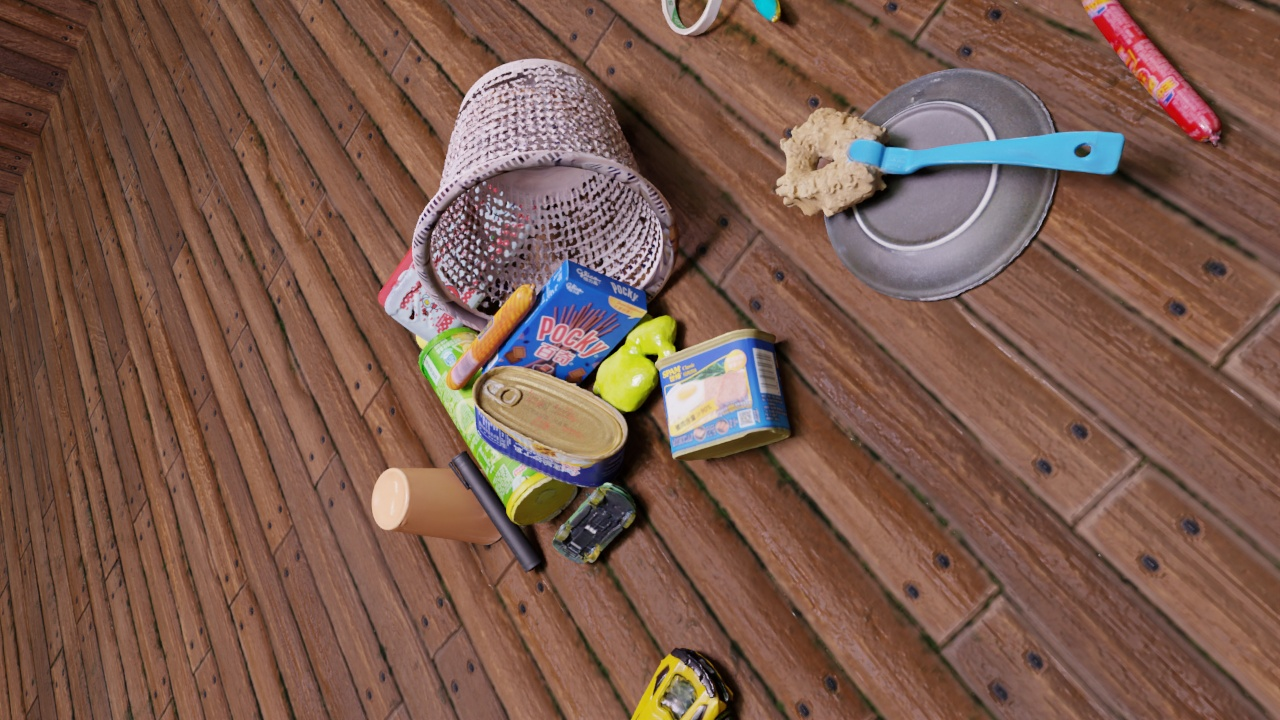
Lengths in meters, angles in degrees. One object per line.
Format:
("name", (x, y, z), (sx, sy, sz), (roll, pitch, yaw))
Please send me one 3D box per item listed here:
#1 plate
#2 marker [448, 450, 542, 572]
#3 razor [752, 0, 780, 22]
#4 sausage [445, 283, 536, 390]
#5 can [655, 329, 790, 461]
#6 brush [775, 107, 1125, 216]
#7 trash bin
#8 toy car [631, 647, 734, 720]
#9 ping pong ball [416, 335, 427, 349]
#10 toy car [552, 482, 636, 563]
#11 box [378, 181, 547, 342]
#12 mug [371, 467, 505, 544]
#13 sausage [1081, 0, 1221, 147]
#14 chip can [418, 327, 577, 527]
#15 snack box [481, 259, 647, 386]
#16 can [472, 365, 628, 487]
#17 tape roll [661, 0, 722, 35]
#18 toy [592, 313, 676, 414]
("plate", (0.211, -0.133, 0.676), (0.180, 0.024, 0.179), (-12, 72, 40))
("marker", (-0.139, 0.145, 0.881), (0.132, 0.022, 0.020), (54, 146, 5))
("razor", (0.093, -0.335, 0.824), (0.132, 0.028, 0.043), (57, 136, 39))
("sausage", (-0.138, -0.019, 0.837), (0.166, 0.021, 0.021), (-43, 54, 37))
("can", (0.066, 0.031, 0.744), (0.102, 0.057, 0.083), (-21, 69, 37))
("brush", (0.198, -0.140, 0.637), (0.255, 0.045, 0.083), (11, 83, 47))
("trash bin", (-0.090, -0.159, 0.839), (0.228, 0.227, 0.191), (-35, 46, 30))
("toy car", (0.019, 0.302, 0.731), (0.071, 0.041, 0.156), (40, 107, 40))
("ping pong ball", (-0.231, -0.028, 1.028), (0.040, 0.040, 0.040), (-11, 72, 39))
("toy car", (-0.041, 0.143, 0.817), (0.091, 0.043, 0.036), (-47, 11, 30))
("box", (-0.183, -0.113, 0.975), (0.099, 0.095, 0.201), (36, 91, 11))
("mug", (-0.196, 0.140, 0.903), (0.078, 0.122, 0.078), (-12, 72, 40))
("sausage", (0.326, -0.194, 0.593), (0.020, 0.020, 0.155), (-37, 57, 29))
("chip can", (-0.145, 0.058, 0.902), (0.073, 0.072, 0.221), (-51, 56, 20))
("snack box", (-0.072, -0.021, 0.839), (0.158, 0.084, 0.026), (-45, 36, 37))
("can", (-0.082, 0.059, 0.825), (0.148, 0.074, 0.049), (22, 139, 13))
("tape roll", (0.049, -0.349, 0.856), (0.086, 0.013, 0.086), (16, 109, 57))
("toy", (-0.005, 0.005, 0.827), (0.097, 0.031, 0.100), (9, 80, 52))
